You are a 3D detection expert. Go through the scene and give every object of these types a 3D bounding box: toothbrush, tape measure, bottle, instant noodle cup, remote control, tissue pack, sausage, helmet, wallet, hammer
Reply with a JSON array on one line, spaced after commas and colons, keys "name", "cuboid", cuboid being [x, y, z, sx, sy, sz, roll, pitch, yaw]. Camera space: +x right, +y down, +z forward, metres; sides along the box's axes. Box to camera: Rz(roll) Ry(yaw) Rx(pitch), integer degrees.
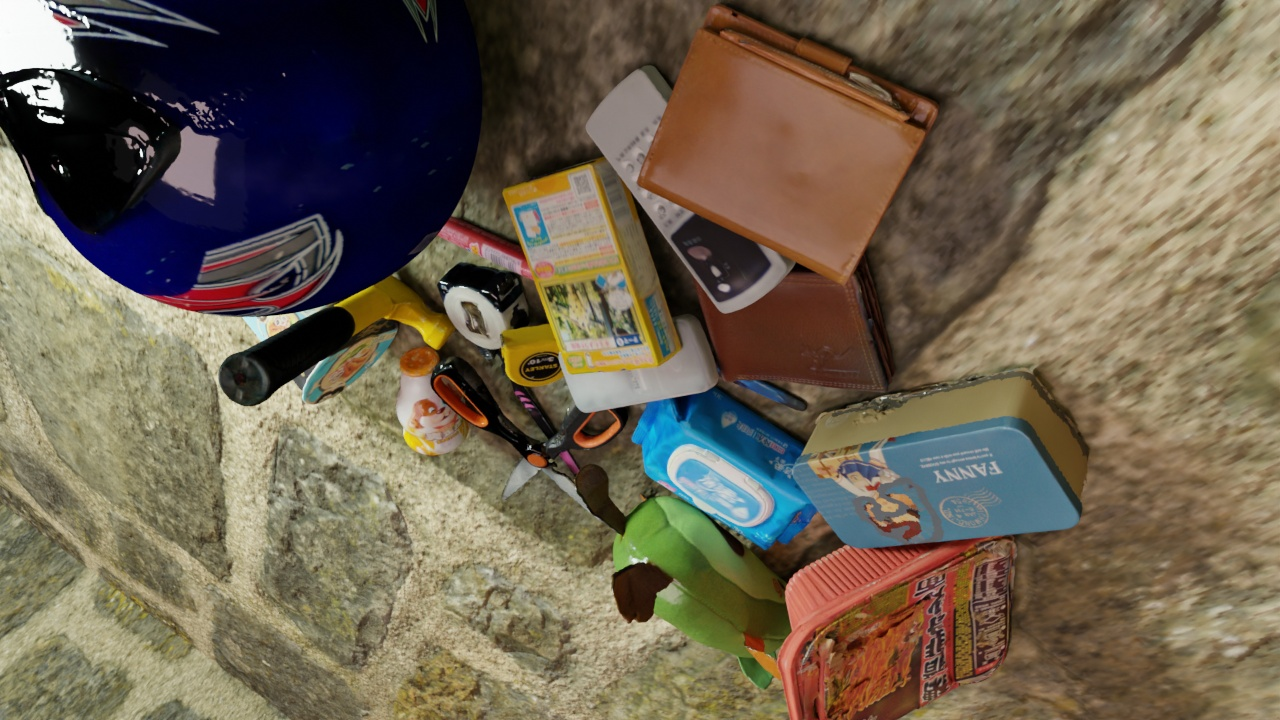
[{"name": "toothbrush", "cuboid": [0.035, -0.007, 0.670, 0.189, 0.016, 0.014, 25, 131, 11]}, {"name": "tape measure", "cuboid": [-0.123, -0.042, 0.735, 0.066, 0.033, 0.066, 12, 135, 31]}, {"name": "bottle", "cuboid": [-0.194, 0.037, 0.845, 0.063, 0.063, 0.109, 20, 140, 20]}, {"name": "instant noodle cup", "cuboid": [0.175, 0.192, 0.661, 0.079, 0.188, 0.165, 50, 160, 50]}, {"name": "remote control", "cuboid": [-0.004, 0.004, 0.667, 0.136, 0.020, 0.056, -13, 100, 42]}, {"name": "tissue pack", "cuboid": [0.065, 0.080, 0.700, 0.157, 0.052, 0.095, 33, 142, 5]}, {"name": "sausage", "cuboid": [-0.094, -0.077, 0.689, 0.156, 0.020, 0.020, 25, 140, 15]}, {"name": "toothbrush", "cuboid": [-0.097, 0.044, 0.817, 0.014, 0.017, 0.189, -8, 126, 34]}, {"name": "helmet", "cuboid": [-0.245, -0.146, 0.541, 0.316, 0.246, 0.240, 0, 111, 26]}, {"name": "wallet", "cuboid": [0.075, -0.114, 0.488, 0.132, 0.031, 0.108, 27, 116, 9]}, {"name": "instant noodle cup", "cuboid": [-0.300, -0.039, 0.821, 0.120, 0.111, 0.111, 43, 142, 4]}, {"name": "hammer", "cuboid": [-0.219, -0.025, 0.658, 0.129, 0.300, 0.033, 35, 102, -8]}, {"name": "wallet", "cuboid": [0.095, -0.023, 0.591, 0.125, 0.032, 0.101, 5, 134, 35]}, {"name": "tape measure", "cuboid": [-0.082, -0.007, 0.727, 0.060, 0.029, 0.057, -9, 141, -13]}, {"name": "remote control", "cuboid": [0.028, -0.098, 0.543, 0.058, 0.021, 0.150, -36, 90, 41]}]

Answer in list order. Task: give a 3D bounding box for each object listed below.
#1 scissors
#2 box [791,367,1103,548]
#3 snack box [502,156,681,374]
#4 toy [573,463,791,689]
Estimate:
[{"name": "scissors", "cuboid": [-0.090, 0.069, 0.819, 0.222, 0.021, 0.234, -25, 121, 41]}, {"name": "box", "cuboid": [0.192, 0.065, 0.583, 0.090, 0.061, 0.185, 49, 142, -17]}, {"name": "snack box", "cuboid": [-0.033, -0.061, 0.620, 0.087, 0.033, 0.140, -6, 107, 41]}, {"name": "toy", "cuboid": [0.047, 0.175, 0.742, 0.246, 0.090, 0.227, 37, -170, -39]}]
